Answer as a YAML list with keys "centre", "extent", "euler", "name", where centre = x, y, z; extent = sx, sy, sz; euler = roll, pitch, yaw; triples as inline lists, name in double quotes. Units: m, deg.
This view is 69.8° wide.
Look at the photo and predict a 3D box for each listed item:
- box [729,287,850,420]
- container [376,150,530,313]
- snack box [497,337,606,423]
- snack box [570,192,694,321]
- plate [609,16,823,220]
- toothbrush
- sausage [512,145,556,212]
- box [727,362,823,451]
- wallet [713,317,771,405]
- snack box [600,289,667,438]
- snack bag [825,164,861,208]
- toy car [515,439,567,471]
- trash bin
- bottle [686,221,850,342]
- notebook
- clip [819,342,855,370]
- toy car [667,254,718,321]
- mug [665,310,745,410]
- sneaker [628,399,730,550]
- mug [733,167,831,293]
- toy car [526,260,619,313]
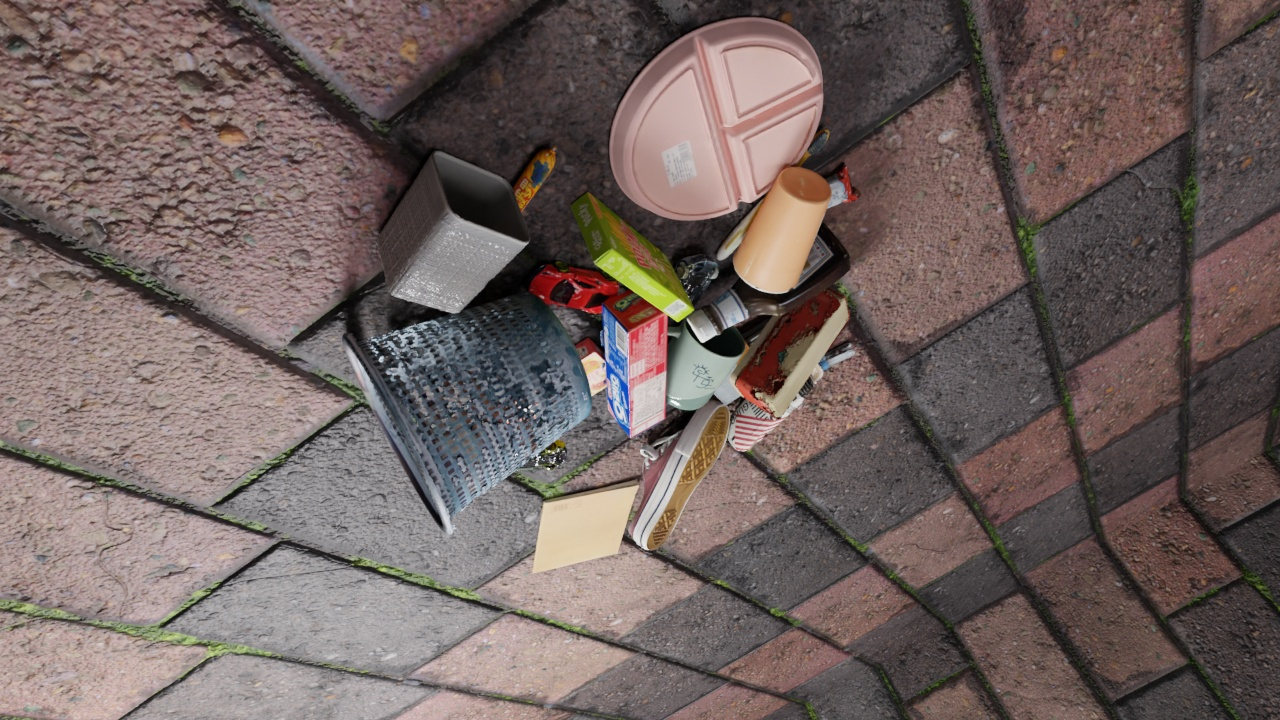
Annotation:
- centre: [0.194, -0.013, 1.137]
  extent: [0.168, 0.078, 0.091]
  euler: [-55, 156, -4]
  name: "box"
- centre: [-0.177, -0.112, 0.841]
  extent: [0.090, 0.090, 0.115]
  euler: [17, 131, -43]
  name: "container"
- centre: [-0.105, 0.036, 1.125]
  extent: [0.153, 0.025, 0.075]
  euler: [-32, 145, 9]
  name: "snack box"
- centre: [-0.006, -0.105, 0.954]
  extent: [0.026, 0.085, 0.156]
  euler: [-37, 143, 18]
  name: "snack box"
- centre: [0.080, -0.226, 0.903]
  extent: [0.229, 0.028, 0.230]
  euler: [-17, 144, -12]
  name: "plate"
- centre: [0.142, -0.177, 1.006]
  extent: [0.016, 0.018, 0.192]
  euler: [35, 122, -9]
  name: "toothbrush"
- centre: [-0.127, -0.143, 0.885]
  extent: [0.021, 0.021, 0.166]
  euler: [12, 130, -41]
  name: "sausage"
- centre: [0.195, 0.062, 1.303]
  extent: [0.086, 0.076, 0.163]
  euler: [7, 132, -45]
  name: "box"
- centre: [0.146, 0.003, 1.227]
  extent: [0.130, 0.037, 0.106]
  euler: [-35, 144, 11]
  name: "wallet"
- centre: [-0.006, 0.006, 1.079]
  extent: [0.058, 0.057, 0.208]
  euler: [-28, 146, -21]
  name: "snack box"
- centre: [0.194, -0.180, 1.027]
  extent: [0.105, 0.026, 0.045]
  euler: [-24, 120, 3]
  name: "snack bag"
- centre: [-0.149, 0.121, 1.203]
  extent: [0.105, 0.032, 0.048]
  euler: [-4, 141, -10]
  name: "toy car"
- centre: [-0.167, 0.034, 0.949]
  extent: [0.194, 0.226, 0.227]
  euler: [-28, 147, -20]
  name: "trash bin"
- centre: [0.145, -0.085, 1.068]
  extent: [0.195, 0.080, 0.044]
  euler: [-31, 151, 0]
  name: "bottle"
- centre: [-0.090, 0.264, 1.439]
  extent: [0.149, 0.012, 0.212]
  euler: [-9, 142, -20]
  name: "notebook"
- centre: [0.279, -0.007, 1.314]
  extent: [0.058, 0.035, 0.025]
  euler: [-26, 143, 8]
  name: "clip"
- centre: [0.051, -0.086, 1.059]
  extent: [0.048, 0.031, 0.106]
  euler: [-4, 144, -33]
  name: "toy car"
- centre: [0.056, -0.001, 1.135]
  extent: [0.111, 0.082, 0.107]
  euler: [18, 130, -18]
  name: "mug"
- centre: [0.041, 0.152, 1.315]
  extent: [0.118, 0.088, 0.241]
  euler: [10, 111, -56]
  name: "sneaker"
- centre: [0.156, -0.141, 0.984]
  extent: [0.078, 0.078, 0.123]
  euler: [-8, 144, -24]
  name: "mug"
- centre: [-0.073, -0.077, 0.997]
  extent: [0.106, 0.031, 0.049]
  euler: [9, 131, -36]
  name: "toy car"
